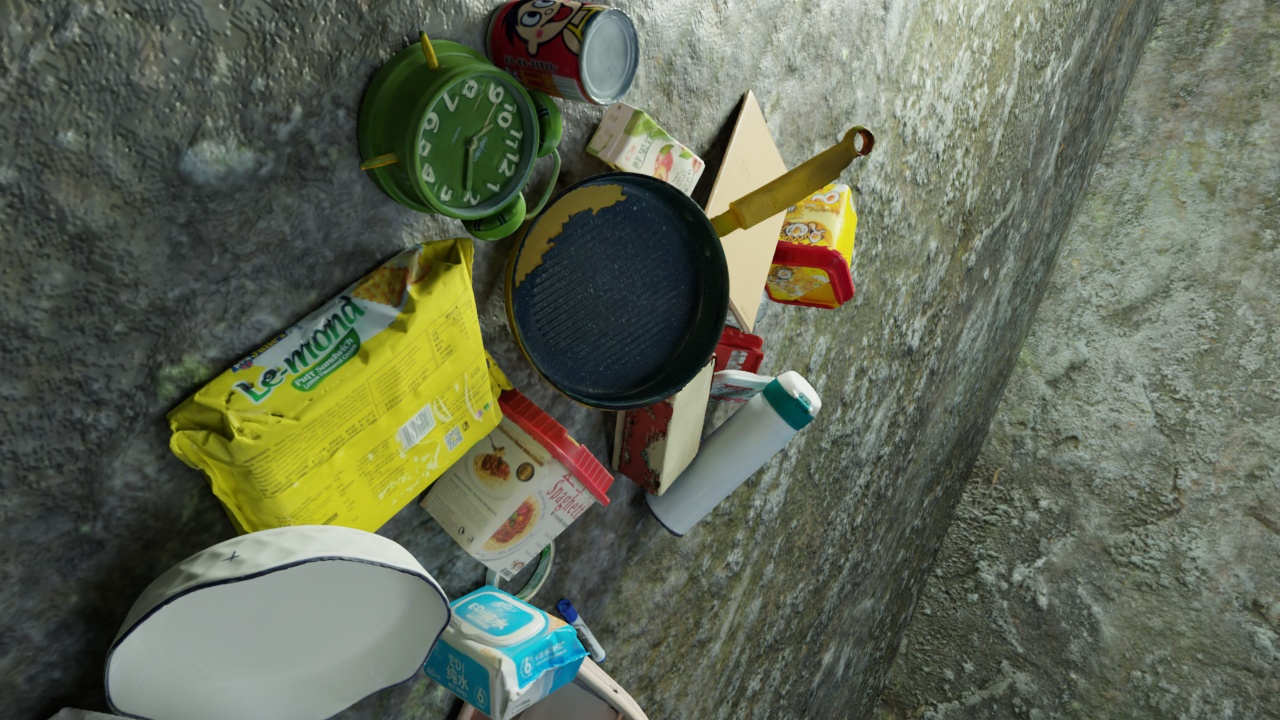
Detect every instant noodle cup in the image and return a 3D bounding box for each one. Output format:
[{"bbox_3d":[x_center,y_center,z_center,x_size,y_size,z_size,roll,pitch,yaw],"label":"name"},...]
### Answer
[{"bbox_3d":[-0.106,0.107,0.772,0.124,0.117,0.116,-49,145,-10],"label":"instant noodle cup"},{"bbox_3d":[0.205,-0.141,1.103,0.116,0.116,0.123,53,51,-55],"label":"instant noodle cup"},{"bbox_3d":[-0.292,0.263,0.564,0.173,0.138,0.060,60,36,-52],"label":"instant noodle cup"}]

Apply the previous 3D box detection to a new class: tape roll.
[{"bbox_3d":[-0.116,0.201,0.894,0.085,0.014,0.086,-34,135,-44],"label":"tape roll"}]

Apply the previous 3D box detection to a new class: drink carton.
[{"bbox_3d":[0.005,-0.183,0.822,0.122,0.045,0.053,21,101,-58],"label":"drink carton"}]

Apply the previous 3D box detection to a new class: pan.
[{"bbox_3d":[0.050,-0.100,0.779,0.356,0.078,0.198,-36,110,-16],"label":"pan"}]

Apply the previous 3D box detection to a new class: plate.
[{"bbox_3d":[-0.228,0.174,0.591,0.204,0.045,0.205,-15,140,-14],"label":"plate"}]

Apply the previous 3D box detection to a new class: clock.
[{"bbox_3d":[-0.114,-0.147,0.631,0.161,0.056,0.116,20,99,-53],"label":"clock"}]

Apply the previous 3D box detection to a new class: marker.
[{"bbox_3d":[-0.065,0.308,1.035,0.016,0.017,0.146,-52,145,-25],"label":"marker"}]

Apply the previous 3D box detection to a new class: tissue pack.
[{"bbox_3d":[-0.124,0.248,0.795,0.089,0.140,0.063,-16,113,-47],"label":"tissue pack"}]

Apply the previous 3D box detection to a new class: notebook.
[{"bbox_3d":[0.113,-0.157,0.971,0.149,0.012,0.211,53,47,-46],"label":"notebook"}]

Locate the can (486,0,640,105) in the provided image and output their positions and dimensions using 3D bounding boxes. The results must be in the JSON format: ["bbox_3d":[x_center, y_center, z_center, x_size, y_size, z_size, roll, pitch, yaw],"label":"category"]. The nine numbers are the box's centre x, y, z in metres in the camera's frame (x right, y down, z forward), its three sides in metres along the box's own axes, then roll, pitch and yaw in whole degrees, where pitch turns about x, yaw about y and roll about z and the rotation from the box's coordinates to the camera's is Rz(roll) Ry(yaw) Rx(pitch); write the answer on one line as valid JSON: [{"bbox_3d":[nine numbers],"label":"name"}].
[{"bbox_3d":[-0.056,-0.223,0.657,0.066,0.094,0.067,-33,133,-44],"label":"can"}]

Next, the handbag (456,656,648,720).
[{"bbox_3d":[-0.068,0.383,0.865,0.193,0.234,0.093,-65,150,-6],"label":"handbag"}]

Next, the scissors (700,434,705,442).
[{"bbox_3d":[0.079,0.110,1.112,0.174,0.012,0.162,-49,136,-5],"label":"scissors"}]

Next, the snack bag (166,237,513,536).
[{"bbox_3d":[-0.188,0.037,0.637,0.245,0.068,0.158,-44,141,-36],"label":"snack bag"}]

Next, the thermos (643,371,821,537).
[{"bbox_3d":[0.105,0.102,1.033,0.224,0.073,0.073,-44,151,14],"label":"thermos"}]

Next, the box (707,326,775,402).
[{"bbox_3d":[0.110,0.015,1.053,0.201,0.098,0.095,8,102,-59],"label":"box"}]

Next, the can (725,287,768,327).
[{"bbox_3d":[0.086,-0.073,1.000,0.146,0.058,0.058,12,98,-59],"label":"can"}]

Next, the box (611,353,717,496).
[{"bbox_3d":[0.029,0.061,0.940,0.091,0.077,0.169,-43,153,-36],"label":"box"}]
